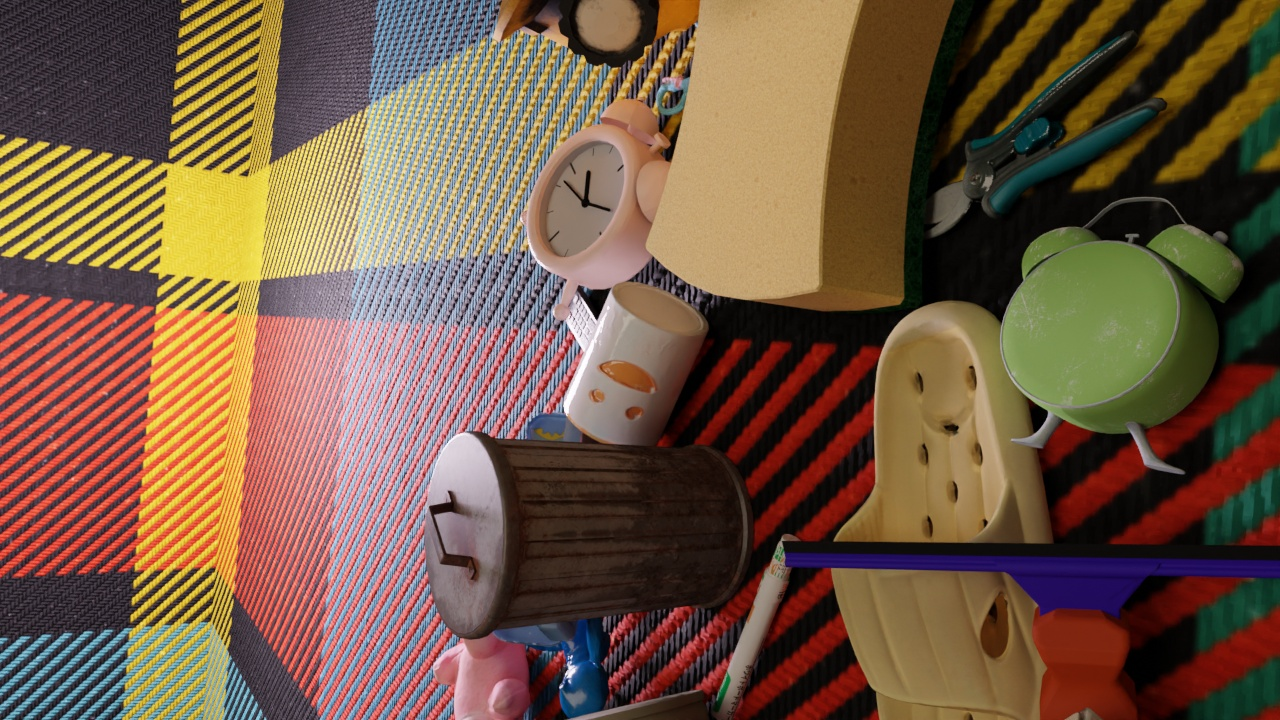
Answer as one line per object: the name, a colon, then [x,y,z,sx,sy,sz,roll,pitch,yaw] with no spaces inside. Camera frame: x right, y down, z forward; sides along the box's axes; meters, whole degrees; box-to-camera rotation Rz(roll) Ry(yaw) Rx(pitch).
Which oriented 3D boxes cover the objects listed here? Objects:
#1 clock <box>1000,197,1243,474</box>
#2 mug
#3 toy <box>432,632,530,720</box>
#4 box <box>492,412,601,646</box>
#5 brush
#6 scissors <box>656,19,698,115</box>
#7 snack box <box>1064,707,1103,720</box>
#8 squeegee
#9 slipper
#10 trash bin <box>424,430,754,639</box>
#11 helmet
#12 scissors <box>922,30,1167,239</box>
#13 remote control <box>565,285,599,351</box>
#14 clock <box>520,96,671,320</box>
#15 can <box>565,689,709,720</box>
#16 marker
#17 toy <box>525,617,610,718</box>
clock: [0.211,-0.017,0.411,0.094,0.042,0.119,8,78,53]
mug: [-0.004,0.004,0.707,0.082,0.082,0.105,52,127,46]
toy: [-0.135,0.356,0.859,0.142,0.084,0.213,-52,44,43]
box: [-0.080,0.124,0.756,0.079,0.073,0.209,-2,57,16]
brush: [0.100,-0.159,0.563,0.195,0.075,0.250,26,107,59]
scissors: [0.056,-0.242,0.713,0.139,0.015,0.120,6,89,53]
snack box: [0.186,0.236,0.373,0.147,0.041,0.143,43,128,13]
squeegee: [0.196,0.165,0.399,0.250,0.055,0.185,-5,95,27]
slipper: [0.150,0.096,0.472,0.112,0.079,0.261,-9,78,52]
trash bin: [-0.042,0.116,0.632,0.131,0.210,0.130,-11,77,55]
helmet: [-0.006,-0.310,0.691,0.206,0.131,0.254,-43,28,39]
scissors: [0.199,-0.111,0.475,0.131,0.019,0.150,39,119,54]
remote control: [-0.035,-0.014,0.814,0.146,0.015,0.033,57,131,43]
clock: [-0.027,-0.127,0.775,0.161,0.086,0.131,-46,49,31]
can: [-0.008,0.279,0.633,0.128,0.127,0.073,-36,61,49]
marker: [0.078,0.182,0.620,0.017,0.017,0.146,41,120,50]
toy: [-0.044,0.253,0.753,0.113,0.071,0.176,-44,50,31]
